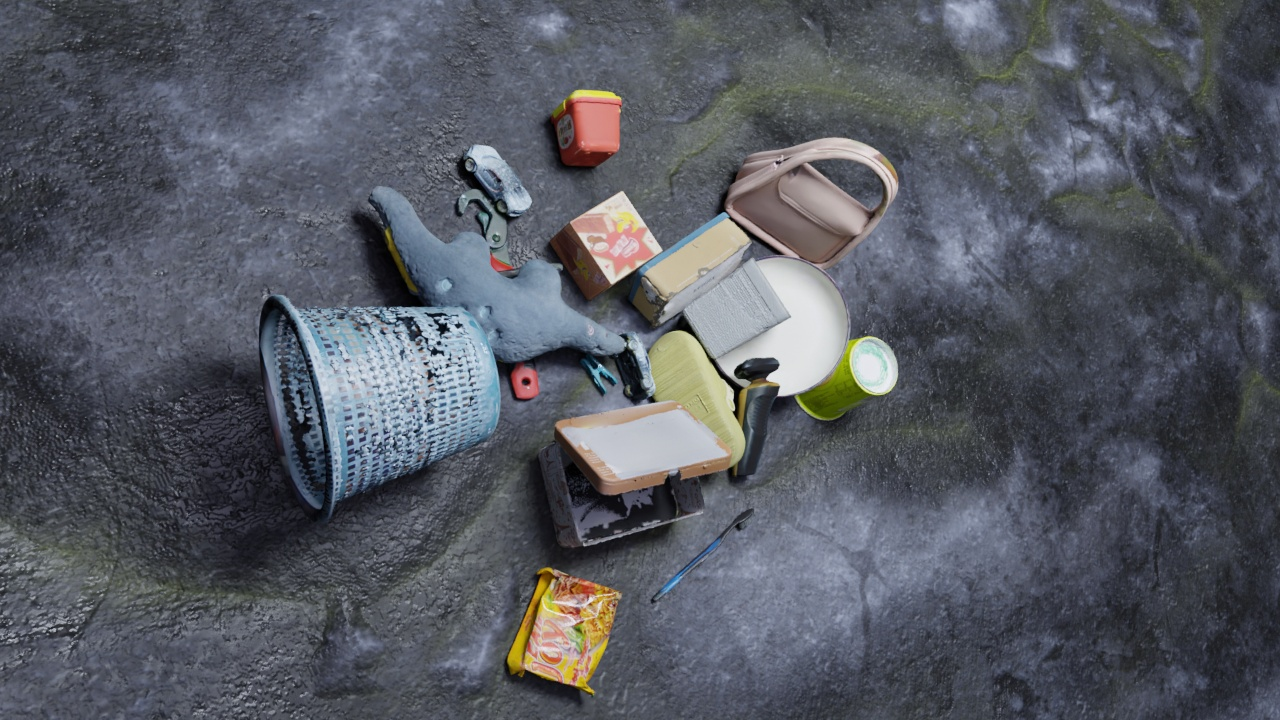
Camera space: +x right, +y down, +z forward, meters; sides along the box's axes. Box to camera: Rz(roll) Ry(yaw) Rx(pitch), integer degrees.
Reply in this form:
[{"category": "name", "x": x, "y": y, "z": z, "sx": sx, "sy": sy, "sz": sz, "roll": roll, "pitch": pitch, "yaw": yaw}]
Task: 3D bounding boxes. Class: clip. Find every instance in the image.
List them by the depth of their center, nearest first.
[{"category": "clip", "x": -0.054, "y": 0.015, "z": 1.173, "sx": 0.040, "sy": 0.014, "sz": 0.056, "roll": -42, "pitch": 98, "yaw": -28}]

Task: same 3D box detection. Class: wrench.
[{"category": "wrench", "x": -0.170, "y": -0.084, "z": 1.140, "sx": 0.056, "sy": 0.016, "sz": 0.273, "roll": -14, "pitch": 83, "yaw": -24}]

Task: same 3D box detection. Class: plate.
[{"category": "plate", "x": 0.186, "y": -0.045, "z": 1.246, "sx": 0.192, "sy": 0.039, "sz": 0.192, "roll": -1, "pitch": 86, "yaw": 12}]

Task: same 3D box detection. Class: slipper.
[{"category": "slipper", "x": 0.077, "y": 0.053, "z": 1.198, "sx": 0.190, "sy": 0.092, "sz": 0.081, "roll": 63, "pitch": 24, "yaw": 9}]

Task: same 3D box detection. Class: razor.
[{"category": "razor", "x": 0.145, "y": 0.075, "z": 1.209, "sx": 0.062, "sy": 0.068, "sz": 0.167, "roll": -4, "pitch": 106, "yaw": -45}]

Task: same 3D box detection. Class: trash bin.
[{"category": "trash bin", "x": -0.260, "y": 0.033, "z": 0.941, "sx": 0.194, "sy": 0.227, "sz": 0.226, "roll": -12, "pitch": 83, "yaw": -33}]

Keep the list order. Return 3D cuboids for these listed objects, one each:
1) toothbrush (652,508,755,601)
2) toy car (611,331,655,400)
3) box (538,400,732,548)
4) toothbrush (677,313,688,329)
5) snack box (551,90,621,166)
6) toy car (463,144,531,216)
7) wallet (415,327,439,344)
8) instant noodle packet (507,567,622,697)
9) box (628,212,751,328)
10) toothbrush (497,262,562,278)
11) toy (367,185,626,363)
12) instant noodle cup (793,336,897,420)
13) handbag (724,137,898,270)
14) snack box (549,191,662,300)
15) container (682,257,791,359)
[{"category": "toothbrush", "x": 0.084, "y": 0.251, "z": 1.182, "sx": 0.189, "sy": 0.014, "sz": 0.016, "roll": -36, "pitch": 118, "yaw": -27}, {"category": "toy car", "x": -0.007, "y": 0.007, "z": 1.182, "sx": 0.034, "sy": 0.043, "sz": 0.090, "roll": -16, "pitch": 83, "yaw": -45}, {"category": "box", "x": -0.001, "y": 0.125, "z": 1.077, "sx": 0.182, "sy": 0.178, "sz": 0.152, "roll": -11, "pitch": 83, "yaw": -27}, {"category": "toothbrush", "x": 0.100, "y": -0.114, "z": 1.278, "sx": 0.014, "sy": 0.017, "sz": 0.188, "roll": 40, "pitch": 63, "yaw": -12}, {"category": "snack box", "x": -0.067, "y": -0.302, "z": 1.203, "sx": 0.082, "sy": 0.091, "sz": 0.080, "roll": -5, "pitch": 86, "yaw": -26}, {"category": "toy car", "x": -0.178, "y": -0.229, "z": 1.154, "sx": 0.105, "sy": 0.031, "sz": 0.048, "roll": 51, "pitch": 36, "yaw": -5}, {"category": "wallet", "x": -0.245, "y": 0.005, "z": 1.074, "sx": 0.124, "sy": 0.032, "sz": 0.101, "roll": 25, "pitch": 66, "yaw": -19}, {"category": "instant noodle packet", "x": -0.086, "y": 0.315, "z": 1.067, "sx": 0.110, "sy": 0.044, "sz": 0.128, "roll": 24, "pitch": 69, "yaw": -14}, {"category": "box", "x": 0.071, "y": -0.123, "z": 1.219, "sx": 0.061, "sy": 0.090, "sz": 0.183, "roll": 45, "pitch": 59, "yaw": 12}, {"category": "toothbrush", "x": -0.182, "y": -0.104, "z": 1.122, "sx": 0.181, "sy": 0.018, "sz": 0.015, "roll": -9, "pitch": 79, "yaw": -18}, {"category": "toy", "x": -0.172, "y": -0.071, "z": 1.078, "sx": 0.356, "sy": 0.092, "sz": 0.137, "roll": 29, "pitch": 52, "yaw": -19}, {"category": "instant noodle cup", "x": 0.288, "y": 0.018, "z": 1.273, "sx": 0.111, "sy": 0.124, "sz": 0.111, "roll": 6, "pitch": 75, "yaw": -24}, {"category": "handbag", "x": 0.246, "y": -0.227, "z": 1.250, "sx": 0.193, "sy": 0.235, "sz": 0.093, "roll": 29, "pitch": 68, "yaw": -17}, {"category": "snack box", "x": -0.045, "y": -0.147, "z": 1.180, "sx": 0.092, "sy": 0.077, "sz": 0.094, "roll": -36, "pitch": 94, "yaw": -29}, {"category": "container", "x": 0.123, "y": -0.063, "z": 1.190, "sx": 0.114, "sy": 0.090, "sz": 0.090, "roll": -33, "pitch": 88, "yaw": 9}]
